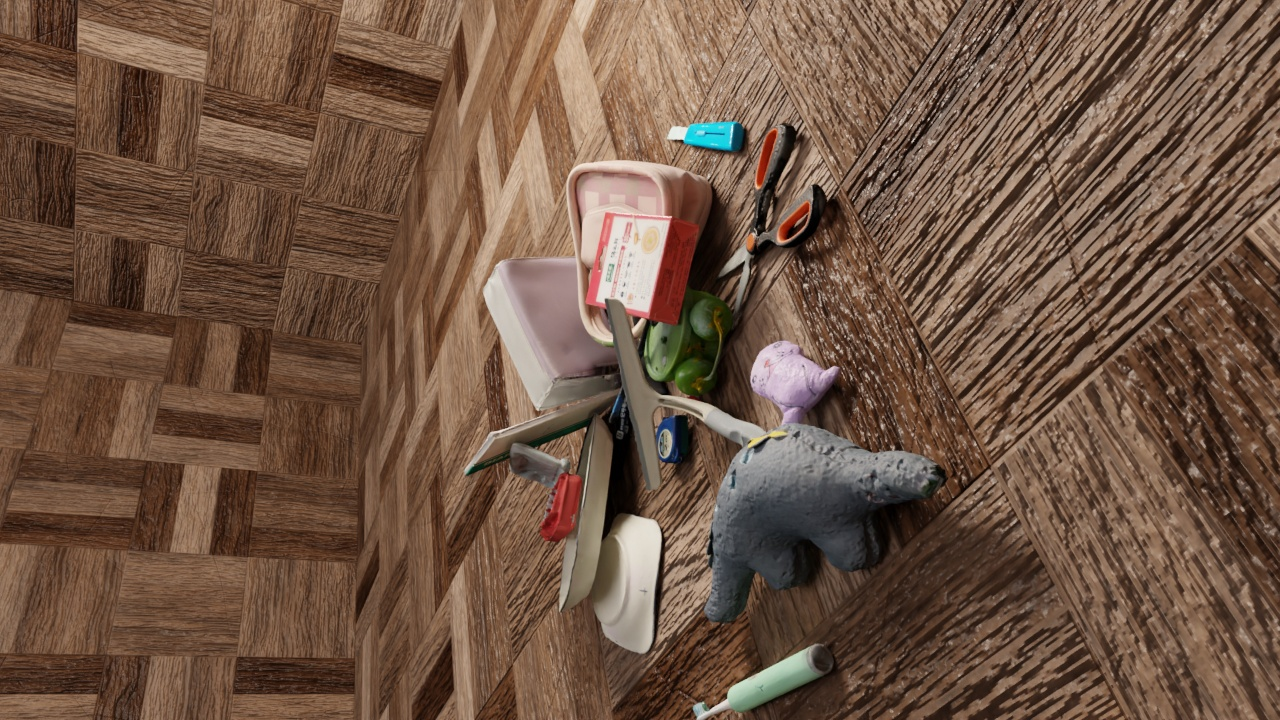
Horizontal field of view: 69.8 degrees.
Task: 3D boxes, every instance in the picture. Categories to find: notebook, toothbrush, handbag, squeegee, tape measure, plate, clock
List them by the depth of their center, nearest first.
[{"bbox_3d":[0.107,0.310,0.860,0.027,0.026,0.225,63,142,20],"label":"toothbrush"},{"bbox_3d":[0.068,0.060,0.963,0.247,0.039,0.247,19,127,53],"label":"squeegee"},{"bbox_3d":[0.056,-0.025,1.043,0.161,0.056,0.116,-133,53,-64],"label":"clock"},{"bbox_3d":[0.039,0.094,1.083,0.055,0.025,0.058,157,116,-64],"label":"tape measure"},{"bbox_3d":[-0.006,0.006,1.095,0.016,0.014,0.190,54,135,39],"label":"toothbrush"},{"bbox_3d":[-0.025,0.275,1.150,0.164,0.034,0.164,169,108,-65],"label":"plate"},{"bbox_3d":[-0.017,-0.132,1.156,0.193,0.093,0.234,18,102,46],"label":"handbag"},{"bbox_3d":[0.004,-0.024,1.204,0.026,0.027,0.212,-23,46,9],"label":"toothbrush"},{"bbox_3d":[-0.069,0.198,1.208,0.162,0.034,0.265,111,169,-53],"label":"plate"},{"bbox_3d":[-0.129,0.094,1.244,0.012,0.208,0.151,63,148,12],"label":"notebook"},{"bbox_3d":[-0.112,-0.042,1.255,0.197,0.144,0.099,64,144,20],"label":"handbag"}]

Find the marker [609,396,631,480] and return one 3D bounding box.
[{"bbox_3d":[-0.023,0.095,1.227,0.022,0.020,0.132,-32,-48,-84],"label":"marker"}]

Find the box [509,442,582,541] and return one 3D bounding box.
[{"bbox_3d":[-0.138,0.178,1.233,0.202,0.099,0.112,121,160,-72],"label":"box"}]

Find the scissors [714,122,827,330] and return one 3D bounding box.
[{"bbox_3d":[0.134,-0.143,0.972,0.221,0.021,0.230,179,97,-70],"label":"scissors"}]

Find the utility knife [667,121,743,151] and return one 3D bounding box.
[{"bbox_3d":[0.076,-0.281,1.148,0.209,0.018,0.034,-146,67,-65],"label":"utility knife"}]

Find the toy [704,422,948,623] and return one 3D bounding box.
[{"bbox_3d":[0.132,0.128,0.797,0.357,0.091,0.137,-48,52,53],"label":"toy"}]

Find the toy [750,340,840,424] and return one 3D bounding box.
[{"bbox_3d":[0.139,0.021,0.870,0.084,0.039,0.108,-53,31,9],"label":"toy"}]

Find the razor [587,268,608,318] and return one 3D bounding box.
[{"bbox_3d":[-0.068,-0.070,1.345,0.068,0.062,0.167,14,101,34],"label":"razor"}]

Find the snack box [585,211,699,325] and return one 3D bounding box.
[{"bbox_3d":[0.000,-0.106,1.036,0.127,0.044,0.113,17,96,52],"label":"snack box"}]

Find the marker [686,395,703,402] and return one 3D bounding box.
[{"bbox_3d":[0.086,0.064,1.003,0.145,0.017,0.017,29,108,64],"label":"marker"}]
